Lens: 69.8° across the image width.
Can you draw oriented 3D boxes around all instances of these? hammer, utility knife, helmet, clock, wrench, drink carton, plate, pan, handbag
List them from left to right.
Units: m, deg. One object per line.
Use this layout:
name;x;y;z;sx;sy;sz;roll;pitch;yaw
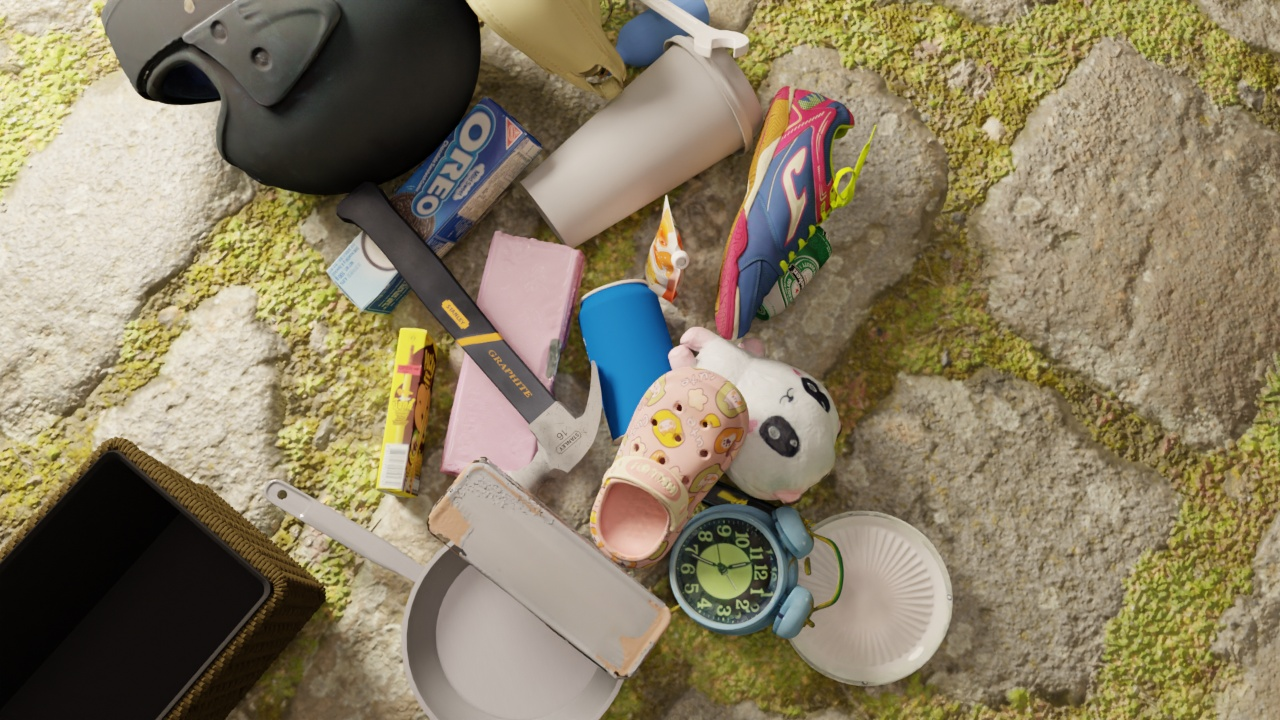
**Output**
helmet;-0.295;-0.266;0.828;0.317;0.248;0.236;-24;101;12
pan;-0.175;0.202;0.816;0.356;0.051;0.200;29;78;4
hammer;-0.158;-0.026;0.814;0.139;0.035;0.312;-41;90;-3
handbag;-0.087;-0.345;0.846;0.089;0.191;0.232;-27;39;18
wrench;0.021;-0.345;0.893;0.047;0.009;0.273;-19;43;-19
drink carton;0.027;-0.101;0.857;0.039;0.122;0.069;-11;78;-5
utility knife;0.099;0.139;0.859;0.213;0.020;0.028;23;75;4
clock;0.097;0.184;0.810;0.162;0.060;0.118;-5;79;13
plate;0.202;0.214;0.831;0.157;0.014;0.157;0;89;4

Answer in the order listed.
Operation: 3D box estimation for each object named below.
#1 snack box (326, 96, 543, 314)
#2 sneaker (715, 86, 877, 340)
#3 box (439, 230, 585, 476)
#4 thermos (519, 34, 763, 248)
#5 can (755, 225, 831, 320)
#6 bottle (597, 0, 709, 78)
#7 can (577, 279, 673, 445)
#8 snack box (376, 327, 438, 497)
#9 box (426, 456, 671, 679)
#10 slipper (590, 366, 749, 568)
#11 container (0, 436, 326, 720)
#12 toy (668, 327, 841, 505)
snack box;-0.192;-0.141;0.859;0.226;0.059;0.059;-44;82;8
sneaker;0.134;-0.127;0.825;0.091;0.116;0.241;18;84;-3
box;-0.119;0.000;0.856;0.098;0.037;0.232;11;87;4
thermos;-0.003;-0.204;0.886;0.222;0.131;0.131;-37;81;-2
can;0.140;-0.090;0.894;0.053;0.053;0.101;41;78;7
bottle;0.007;-0.333;0.948;0.131;0.048;0.048;-36;81;-10
can;-0.005;0.005;0.853;0.079;0.079;0.146;-15;78;-6
snack box;-0.213;0.049;0.844;0.025;0.061;0.148;5;77;0
box;-0.077;0.174;0.768;0.216;0.063;0.081;39;79;-2
slipper;0.011;0.096;0.764;0.093;0.081;0.198;34;110;12
container;-0.414;0.248;0.715;0.176;0.205;0.320;38;78;6
toy;0.100;0.043;0.830;0.179;0.102;0.138;45;53;-3
